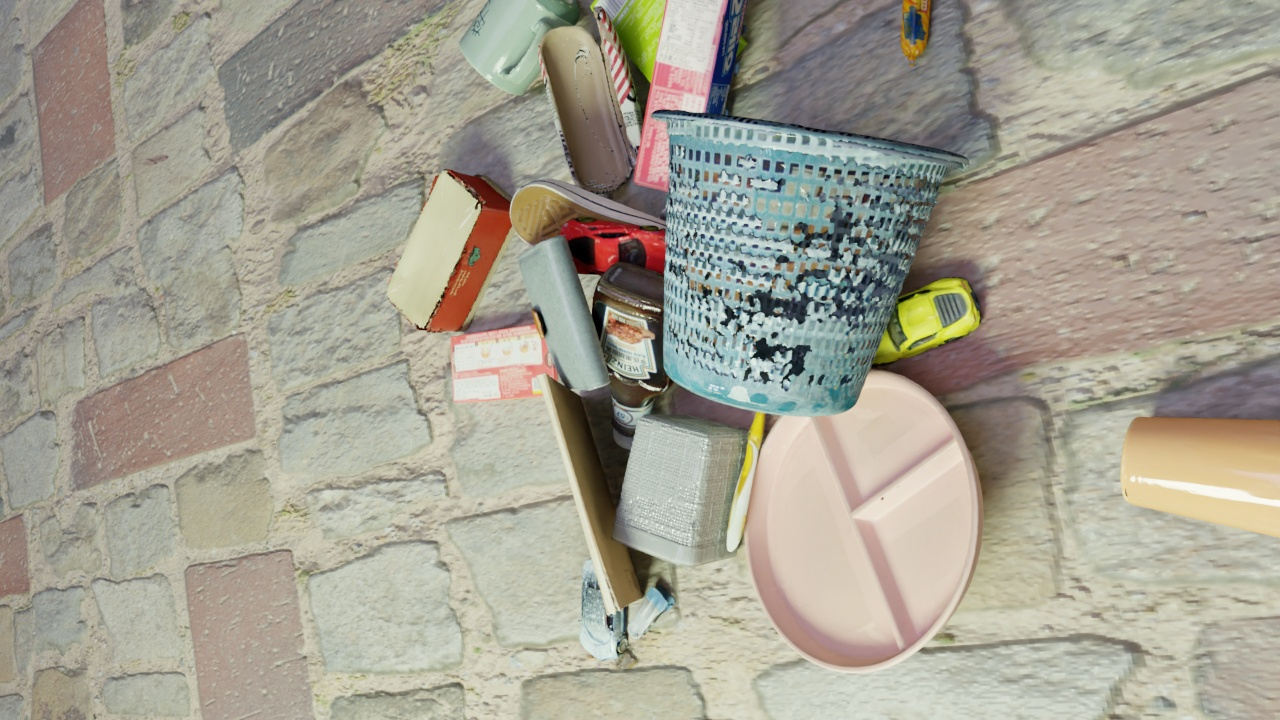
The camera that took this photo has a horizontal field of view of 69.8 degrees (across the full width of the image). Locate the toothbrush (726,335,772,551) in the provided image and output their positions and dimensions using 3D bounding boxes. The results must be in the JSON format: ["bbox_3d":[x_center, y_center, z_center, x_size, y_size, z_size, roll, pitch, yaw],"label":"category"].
[{"bbox_3d":[0.094,0.070,0.789,0.016,0.018,0.191,5,81,59],"label":"toothbrush"}]

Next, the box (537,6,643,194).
[{"bbox_3d":[-0.045,-0.240,0.864,0.087,0.076,0.162,-17,96,5],"label":"box"}]

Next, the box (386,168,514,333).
[{"bbox_3d":[-0.212,-0.119,1.000,0.091,0.078,0.169,42,113,28],"label":"box"}]

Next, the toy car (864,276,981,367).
[{"bbox_3d":[0.210,-0.029,0.714,0.105,0.032,0.048,-25,76,36],"label":"toy car"}]

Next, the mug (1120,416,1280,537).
[{"bbox_3d":[0.373,0.070,0.571,0.123,0.078,0.078,5,94,42],"label":"mug"}]

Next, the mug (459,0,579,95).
[{"bbox_3d":[-0.116,-0.326,0.914,0.107,0.082,0.111,-44,40,25],"label":"mug"}]

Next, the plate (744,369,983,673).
[{"bbox_3d":[0.166,0.121,0.707,0.230,0.028,0.229,-25,58,49],"label":"plate"}]

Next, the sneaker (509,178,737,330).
[{"bbox_3d":[-0.001,-0.103,0.840,0.241,0.087,0.118,28,120,11],"label":"sneaker"}]

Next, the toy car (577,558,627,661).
[{"bbox_3d":[-0.038,0.245,0.903,0.049,0.031,0.105,4,94,39],"label":"toy car"}]

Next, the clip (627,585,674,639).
[{"bbox_3d":[0.009,0.242,0.877,0.025,0.035,0.058,42,110,27],"label":"clip"}]

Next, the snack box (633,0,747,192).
[{"bbox_3d":[0.047,-0.249,0.787,0.058,0.057,0.208,19,112,20],"label":"snack box"}]

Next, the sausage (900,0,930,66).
[{"bbox_3d":[0.217,-0.312,0.712,0.021,0.021,0.165,5,94,37],"label":"sausage"}]

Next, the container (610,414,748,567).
[{"bbox_3d":[0.039,0.110,0.809,0.090,0.090,0.114,12,95,36],"label":"container"}]

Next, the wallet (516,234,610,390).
[{"bbox_3d":[-0.072,-0.037,0.797,0.107,0.037,0.130,-5,105,69],"label":"wallet"}]

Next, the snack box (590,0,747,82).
[{"bbox_3d":[0.023,-0.312,0.854,0.086,0.026,0.156,-47,64,27],"label":"snack box"}]

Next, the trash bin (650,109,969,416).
[{"bbox_3d":[0.105,-0.070,0.681,0.227,0.226,0.195,19,107,35],"label":"trash bin"}]

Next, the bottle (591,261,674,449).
[{"bbox_3d":[-0.005,0.005,0.811,0.080,0.043,0.195,21,138,17],"label":"bottle"}]

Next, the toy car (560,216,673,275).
[{"bbox_3d":[-0.020,-0.093,0.782,0.106,0.031,0.049,10,117,19],"label":"toy car"}]

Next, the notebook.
[{"bbox_3d":[-0.042,0.122,0.842,0.012,0.149,0.211,-19,77,5],"label":"notebook"}]

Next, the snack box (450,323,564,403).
[{"bbox_3d":[-0.142,0.004,0.981,0.153,0.025,0.075,-6,86,36],"label":"snack box"}]

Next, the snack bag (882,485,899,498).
[{"bbox_3d":[0.197,0.088,0.728,0.045,0.026,0.105,41,114,25],"label":"snack bag"}]
